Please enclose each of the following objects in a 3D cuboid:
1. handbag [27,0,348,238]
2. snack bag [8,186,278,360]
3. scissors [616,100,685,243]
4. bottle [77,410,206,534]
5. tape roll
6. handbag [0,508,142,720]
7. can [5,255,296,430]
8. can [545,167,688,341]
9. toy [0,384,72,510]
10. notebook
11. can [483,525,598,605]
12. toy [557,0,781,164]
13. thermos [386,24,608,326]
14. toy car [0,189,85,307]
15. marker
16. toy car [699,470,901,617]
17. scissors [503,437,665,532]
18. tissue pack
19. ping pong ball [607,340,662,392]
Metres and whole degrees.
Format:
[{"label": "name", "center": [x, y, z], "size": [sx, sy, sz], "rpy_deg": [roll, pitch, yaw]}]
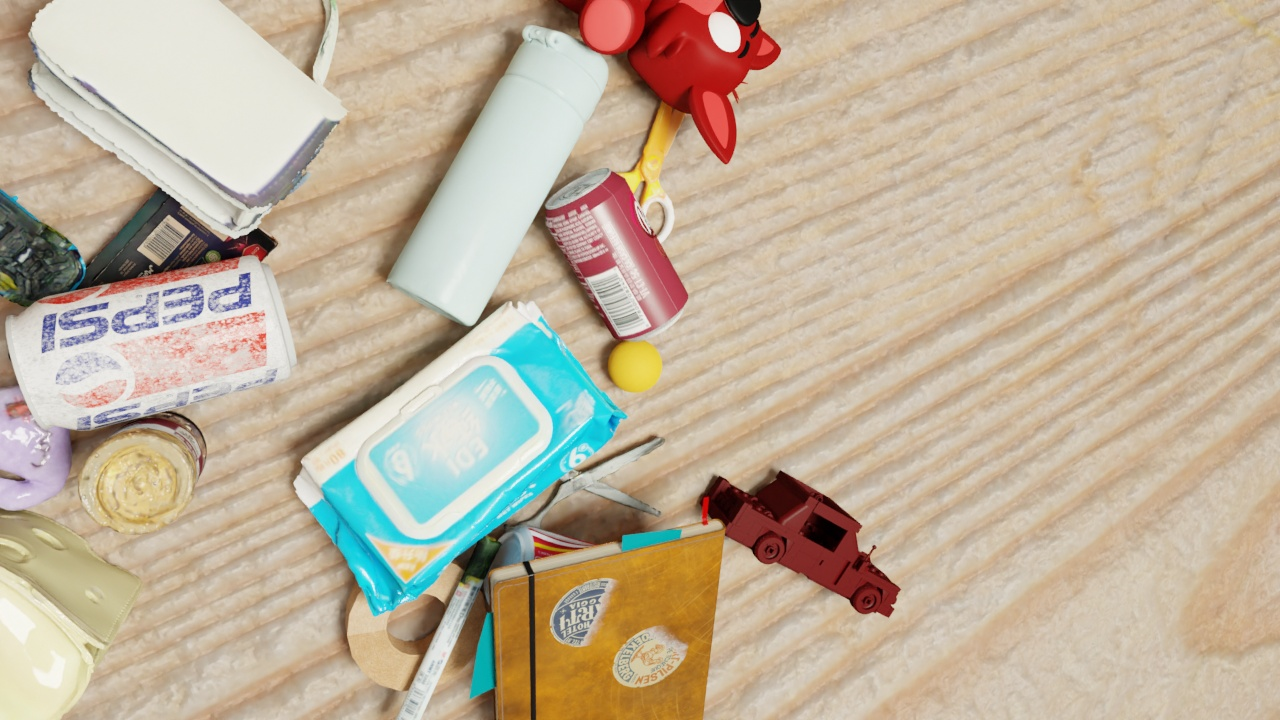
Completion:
[{"label": "handbag", "center": [-0.252, -0.182, 0.563], "size": [0.151, 0.074, 0.175], "rpy_deg": [39, 61, -21]}, {"label": "snack bag", "center": [-0.305, -0.040, 0.570], "size": [0.074, 0.018, 0.155], "rpy_deg": [42, 80, -20]}, {"label": "scissors", "center": [0.014, -0.144, 0.688], "size": [0.073, 0.013, 0.131], "rpy_deg": [31, 84, -21]}, {"label": "bottle", "center": [-0.288, 0.063, 0.538], "size": [0.056, 0.105, 0.056], "rpy_deg": [-2, 95, -21]}, {"label": "tape roll", "center": [-0.157, 0.180, 0.640], "size": [0.094, 0.027, 0.094], "rpy_deg": [-2, 95, -21]}, {"label": "handbag", "center": [-0.352, 0.140, 0.513], "size": [0.081, 0.119, 0.111], "rpy_deg": [-42, 107, -12]}, {"label": "can", "center": [-0.278, -0.011, 0.532], "size": [0.136, 0.078, 0.078], "rpy_deg": [-16, 100, -23]}, {"label": "can", "center": [-0.016, -0.073, 0.648], "size": [0.063, 0.063, 0.114], "rpy_deg": [-37, 114, -15]}, {"label": "toy", "center": [-0.390, 0.052, 0.536], "size": [0.099, 0.036, 0.080], "rpy_deg": [-6, 101, -22]}, {"label": "notebook", "center": [-0.031, 0.218, 0.645], "size": [0.178, 0.014, 0.250], "rpy_deg": [-9, 121, -20]}, {"label": "can", "center": [-0.053, 0.159, 0.653], "size": [0.104, 0.064, 0.064], "rpy_deg": [22, 86, -30]}, {"label": "toy", "center": [0.022, -0.252, 0.629], "size": [0.197, 0.121, 0.158], "rpy_deg": [42, 47, -22]}, {"label": "thermos", "center": [-0.092, -0.127, 0.621], "size": [0.206, 0.065, 0.078], "rpy_deg": [-62, 148, -7]}, {"label": "toy car", "center": [-0.374, -0.075, 0.533], "size": [0.105, 0.032, 0.048], "rpy_deg": [41, 80, -10]}, {"label": "marker", "center": [-0.133, 0.188, 0.624], "size": [0.017, 0.017, 0.146], "rpy_deg": [27, 84, -21]}, {"label": "toy car", "center": [0.134, 0.139, 0.726], "size": [0.169, 0.070, 0.062], "rpy_deg": [30, 95, -21]}, {"label": "scissors", "center": [-0.057, 0.080, 0.678], "size": [0.141, 0.014, 0.171], "rpy_deg": [-46, 107, -9]}, {"label": "tissue pack", "center": [-0.122, 0.061, 0.609], "size": [0.209, 0.066, 0.117], "rpy_deg": [-39, 80, -11]}, {"label": "ping pong ball", "center": [-0.004, 0.004, 0.678], "size": [0.040, 0.040, 0.040], "rpy_deg": [-2, 95, -21]}]
